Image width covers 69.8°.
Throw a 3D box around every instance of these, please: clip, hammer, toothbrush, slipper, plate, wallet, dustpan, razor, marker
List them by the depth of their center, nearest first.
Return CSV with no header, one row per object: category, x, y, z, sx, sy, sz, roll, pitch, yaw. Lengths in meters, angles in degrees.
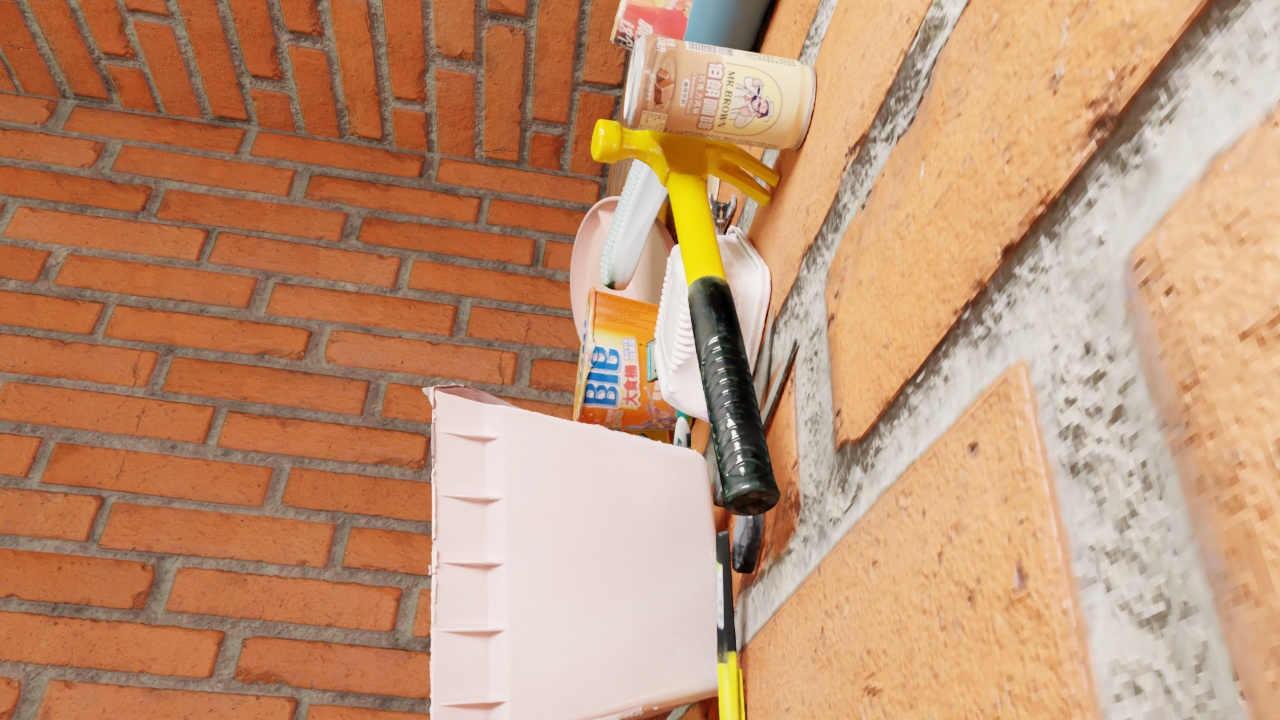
marker,0.054,0.168,0.567,0.018,0.015,0.124,124,146,-71
hammer,0.044,-0.044,0.583,0.033,0.128,0.300,112,156,-52
dustpan,-0.044,0.157,0.637,0.139,0.273,0.222,-35,51,53
toothbrush,0.032,0.109,0.751,0.016,0.018,0.192,52,157,37
clip,0.071,-0.129,0.822,0.056,0.027,0.024,85,-170,-68
razor,0.032,0.032,0.845,0.133,0.028,0.043,66,-164,-53
slipper,0.026,-0.180,0.948,0.104,0.074,0.245,159,133,-75
plate,-0.016,-0.076,1.077,0.230,0.028,0.230,19,113,54
wallet,0.038,-0.153,1.089,0.119,0.035,0.130,107,167,-45

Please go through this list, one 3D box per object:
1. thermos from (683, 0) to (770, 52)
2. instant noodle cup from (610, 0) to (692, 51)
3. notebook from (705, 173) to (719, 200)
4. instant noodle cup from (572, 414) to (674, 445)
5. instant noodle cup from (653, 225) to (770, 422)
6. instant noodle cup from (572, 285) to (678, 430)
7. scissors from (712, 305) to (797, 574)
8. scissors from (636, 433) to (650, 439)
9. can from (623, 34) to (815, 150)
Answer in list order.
thermos,0.078,-0.309,0.746,0.221,0.070,0.070,113,163,-69
instant noodle cup,0.033,-0.373,0.970,0.138,0.108,0.138,-167,91,-82
notebook,0.073,-0.249,0.989,0.211,0.012,0.149,-110,26,-77
instant noodle cup,-0.027,0.107,1.034,0.138,0.110,0.138,-173,92,-84
instant noodle cup,0.049,-0.029,0.720,0.173,0.060,0.138,-102,20,-69
instant noodle cup,-0.006,0.005,0.932,0.151,0.111,0.151,-175,92,-84
scissors,0.074,0.054,0.598,0.181,0.014,0.159,106,169,-52
scissors,0.015,0.166,0.918,0.170,0.019,0.181,-114,22,-52
can,0.050,-0.173,0.596,0.058,0.116,0.058,-174,92,-84
